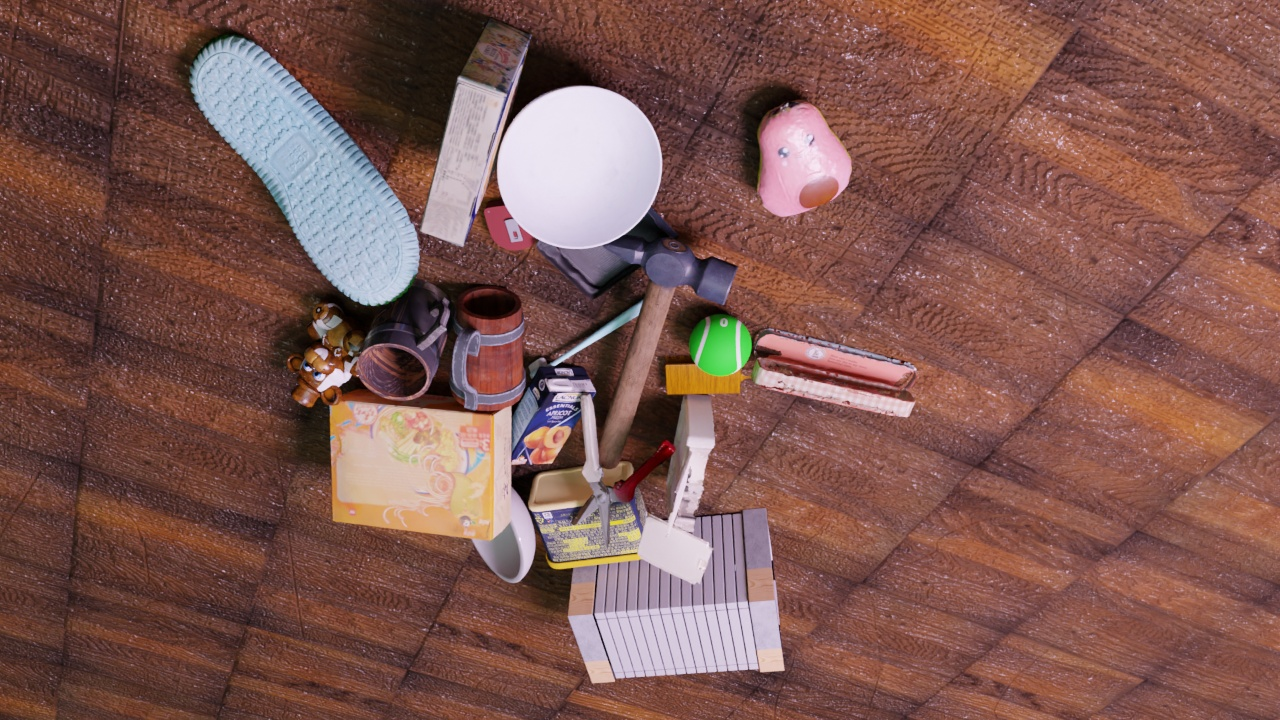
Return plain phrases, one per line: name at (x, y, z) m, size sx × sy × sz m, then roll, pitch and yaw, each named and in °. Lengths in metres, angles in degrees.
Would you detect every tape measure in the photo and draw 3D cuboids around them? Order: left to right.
tape measure at (-0.121, -0.135, 0.909) m, size 0.059 × 0.019 × 0.051 m, roll -7°, pitch 128°, yaw 8°

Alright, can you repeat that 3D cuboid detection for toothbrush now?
toothbrush at (-0.051, -0.027, 0.995) m, size 0.181 × 0.016 × 0.016 m, roll -30°, pitch 150°, yaw 22°

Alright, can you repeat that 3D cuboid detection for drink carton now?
drink carton at (-0.106, 0.063, 1.041) m, size 0.064 × 0.040 × 0.130 m, roll 1°, pitch 136°, yaw -37°

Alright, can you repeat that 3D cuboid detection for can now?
can at (-0.061, 0.190, 1.133) m, size 0.135 × 0.075 × 0.104 m, roll -9°, pitch 125°, yaw 10°

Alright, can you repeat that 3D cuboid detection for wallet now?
wallet at (-0.033, -0.121, 0.912) m, size 0.115 × 0.026 × 0.089 m, roll -32°, pitch 121°, yaw 25°

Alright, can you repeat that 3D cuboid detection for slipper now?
slipper at (-0.302, -0.178, 0.857) m, size 0.116 × 0.069 × 0.276 m, roll -31°, pitch 106°, yaw 23°

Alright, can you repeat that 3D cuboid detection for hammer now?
hammer at (-0.006, 0.006, 0.970) m, size 0.129 × 0.040 × 0.323 m, roll 21°, pitch 132°, yaw 4°

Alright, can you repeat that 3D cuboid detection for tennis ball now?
tennis ball at (0.084, -0.016, 0.965) m, size 0.065 × 0.065 × 0.065 m, roll 1°, pitch 129°, yaw 2°

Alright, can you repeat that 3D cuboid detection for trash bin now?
trash bin at (0.048, 0.301, 1.172) m, size 0.247 × 0.142 × 0.143 m, roll -7°, pitch 128°, yaw 8°

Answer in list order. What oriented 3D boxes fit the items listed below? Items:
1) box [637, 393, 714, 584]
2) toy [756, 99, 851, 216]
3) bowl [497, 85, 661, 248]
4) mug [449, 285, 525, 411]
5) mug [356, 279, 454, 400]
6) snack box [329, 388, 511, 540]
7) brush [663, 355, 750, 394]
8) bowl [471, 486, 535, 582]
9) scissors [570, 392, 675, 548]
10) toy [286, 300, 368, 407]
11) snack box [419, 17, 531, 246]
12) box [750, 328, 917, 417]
box at (0.039, 0.137, 1.015) m, size 0.080 × 0.180 × 0.144 m, roll 6°, pitch 122°, yaw -4°
toy at (0.142, -0.185, 0.835) m, size 0.090 × 0.051 × 0.110 m, roll -20°, pitch 124°, yaw 16°
bowl at (-0.059, -0.181, 0.824) m, size 0.144 × 0.074 × 0.144 m, roll -6°, pitch 120°, yaw -11°
mug at (-0.166, -0.005, 0.957) m, size 0.081 × 0.117 × 0.111 m, roll 14°, pitch 126°, yaw 9°
mug at (-0.229, -0.031, 0.942) m, size 0.116 × 0.107 × 0.080 m, roll -37°, pitch 119°, yaw 27°
snack box at (-0.244, 0.112, 1.037) m, size 0.195 × 0.080 × 0.145 m, roll 4°, pitch 101°, yaw 13°
brush at (0.091, 0.015, 1.020) m, size 0.126 × 0.017 × 0.048 m, roll -1°, pitch 129°, yaw 4°
bowl at (-0.169, 0.196, 1.127) m, size 0.043 × 0.149 × 0.150 m, roll -24°, pitch 139°, yaw -34°
scissors at (-0.035, 0.120, 1.022) m, size 0.199 × 0.015 × 0.179 m, roll -24°, pitch 99°, yaw 38°
toy at (-0.337, -0.001, 0.992) m, size 0.087 × 0.067 × 0.113 m, roll 41°, pitch 96°, yaw 10°
snack box at (-0.139, -0.196, 0.781) m, size 0.042 × 0.144 × 0.145 m, roll 18°, pitch 127°, yaw -9°
box at (0.213, 0.015, 0.994) m, size 0.187 × 0.057 × 0.067 m, roll 12°, pitch 96°, yaw -8°
